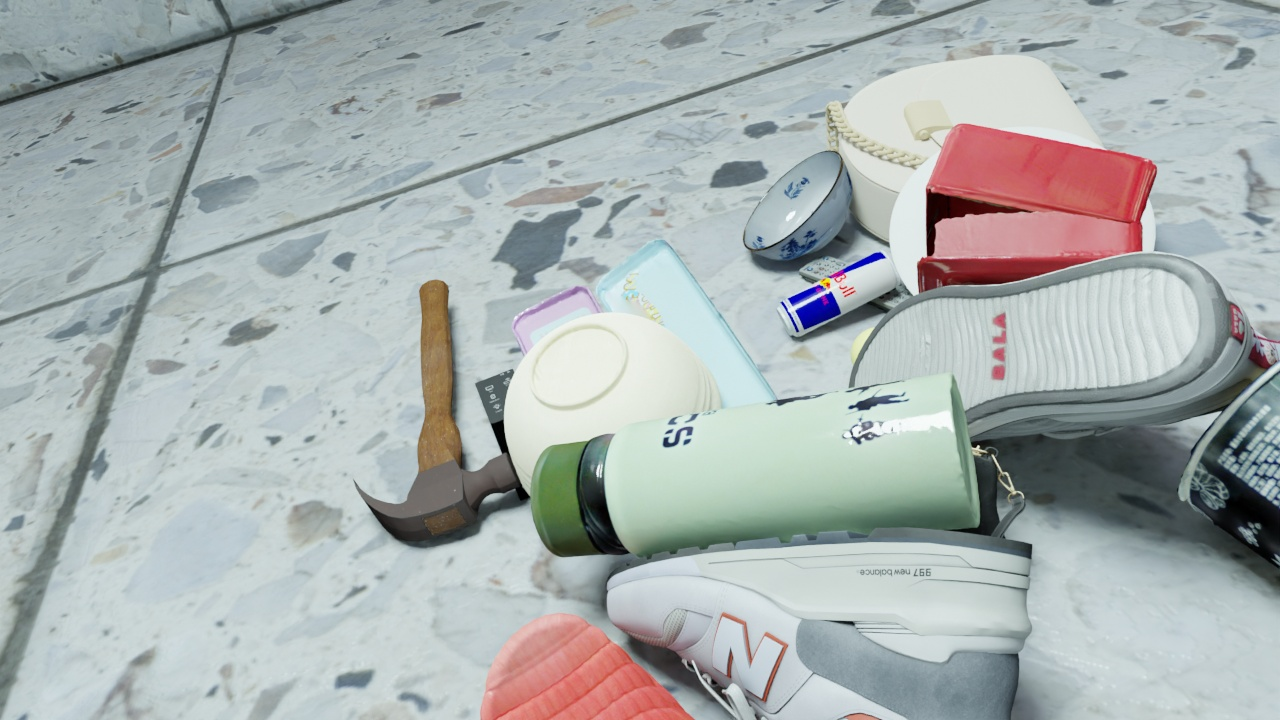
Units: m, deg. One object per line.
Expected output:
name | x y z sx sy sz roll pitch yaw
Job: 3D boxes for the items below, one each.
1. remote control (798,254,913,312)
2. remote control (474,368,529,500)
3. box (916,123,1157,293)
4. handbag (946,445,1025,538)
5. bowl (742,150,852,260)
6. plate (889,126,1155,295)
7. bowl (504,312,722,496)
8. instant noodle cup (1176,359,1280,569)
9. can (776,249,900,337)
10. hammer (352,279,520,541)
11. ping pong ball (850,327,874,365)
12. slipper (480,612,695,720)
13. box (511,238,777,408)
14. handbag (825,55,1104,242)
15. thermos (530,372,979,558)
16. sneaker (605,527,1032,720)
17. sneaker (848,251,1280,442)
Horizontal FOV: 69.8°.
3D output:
remote control | 0.189 -0.060 0.756 0.033 0.013 0.136 -32 38 -22
remote control | -0.096 0.053 0.709 0.034 0.013 0.150 -22 35 -9
box | 0.251 -0.068 0.597 0.134 0.157 0.110 8 67 20
handbag | 0.144 0.084 0.509 0.129 0.079 0.054 -3 -5 20
bowl | 0.149 -0.130 0.822 0.114 0.045 0.114 -42 24 23
plate | 0.288 -0.105 0.700 0.189 0.016 0.188 -7 65 14
bowl | -0.028 0.024 0.603 0.151 0.075 0.150 -12 50 14
instant noodle cup | 0.352 0.063 0.432 0.137 0.137 0.112 -21 45 -9
can | 0.156 -0.052 0.727 0.095 0.032 0.032 -27 35 4
hammer | -0.167 0.022 0.748 0.115 0.033 0.322 -21 36 1
ping pong ball | 0.172 -0.004 0.662 0.040 0.040 0.040 -10 35 7
slipper | -0.012 0.204 0.429 0.103 0.059 0.249 -27 38 -16
box | -0.003 0.004 0.678 0.151 0.035 0.214 -31 47 2
handbag | 0.287 -0.185 0.831 0.209 0.103 0.210 -9 45 7
thermos | 0.053 0.064 0.487 0.232 0.082 0.082 -11 34 23
sneaker | 0.072 0.153 0.439 0.240 0.088 0.124 -21 62 42
sneaker | 0.235 0.008 0.538 0.128 0.096 0.264 12 -16 -28
